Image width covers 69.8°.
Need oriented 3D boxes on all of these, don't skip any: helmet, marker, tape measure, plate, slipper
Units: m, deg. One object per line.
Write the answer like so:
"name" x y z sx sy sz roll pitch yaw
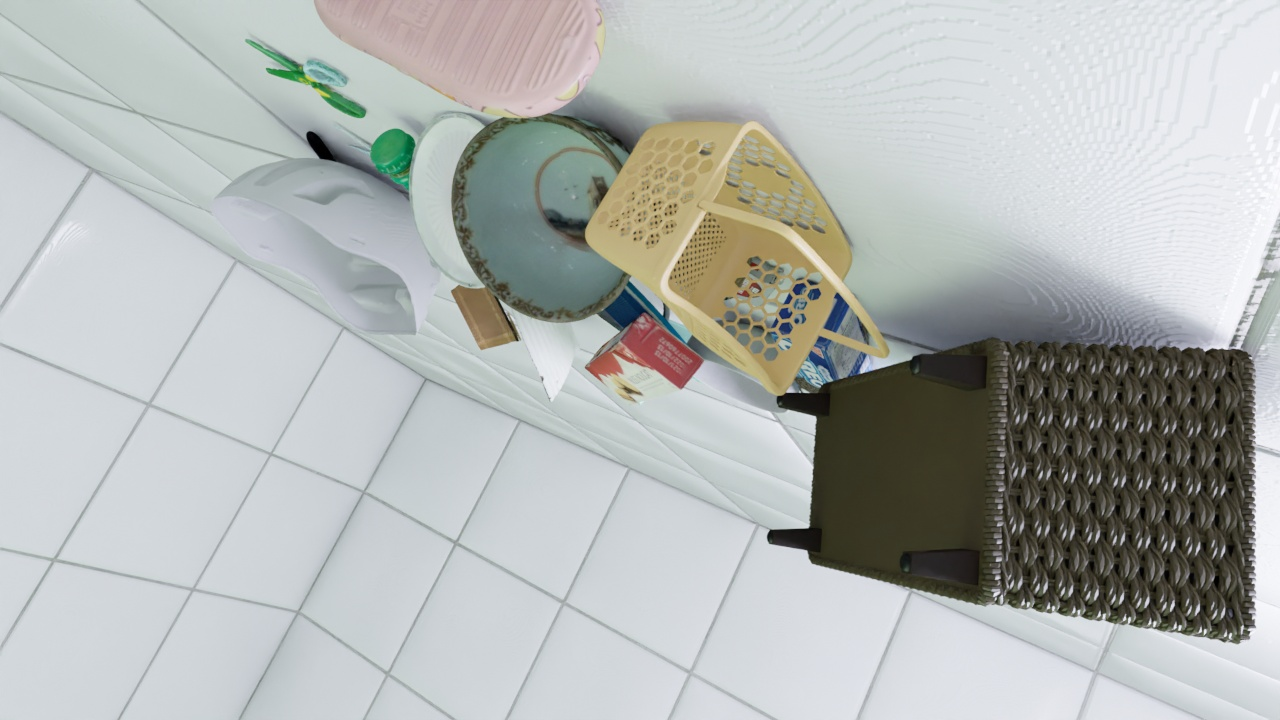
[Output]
"helmet" -0.380 -0.146 1.128 0.282 0.183 0.225 19 162 -42
"marker" -0.388 -0.249 1.129 0.015 0.018 0.134 63 173 9
"tape measure" 0.092 -0.076 0.819 0.062 0.020 0.060 26 163 -1
"plate" -0.159 -0.144 0.833 0.157 0.157 0.014 18 -155 38
"slipper" -0.032 -0.102 0.903 0.295 0.060 0.118 49 164 -29
"slipper" -0.108 -0.200 0.561 0.197 0.093 0.081 24 179 17

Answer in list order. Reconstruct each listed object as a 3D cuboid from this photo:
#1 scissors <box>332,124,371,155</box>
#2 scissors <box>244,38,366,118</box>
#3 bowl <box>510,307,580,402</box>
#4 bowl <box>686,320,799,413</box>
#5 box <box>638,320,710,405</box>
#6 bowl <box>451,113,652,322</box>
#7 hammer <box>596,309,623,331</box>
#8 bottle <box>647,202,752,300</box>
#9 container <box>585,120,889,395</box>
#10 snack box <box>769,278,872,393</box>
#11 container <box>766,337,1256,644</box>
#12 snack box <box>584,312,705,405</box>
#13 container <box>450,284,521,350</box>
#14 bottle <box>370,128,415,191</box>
"scissors" -0.285 -0.227 1.022 0.127 0.014 0.129 36 170 -23
"scissors" -0.322 -0.275 0.883 0.127 0.012 0.122 30 167 -21
"bowl" -0.132 -0.035 1.307 0.177 0.071 0.177 156 91 -84
"bowl" 0.115 -0.001 0.994 0.132 0.064 0.132 26 169 5
"box" 0.045 0.017 1.192 0.078 0.109 0.187 42 170 15
"bowl" -0.056 -0.120 0.720 0.160 0.160 0.093 24 -150 12
"hammer" -0.048 -0.062 1.075 0.133 0.033 0.333 56 -172 24
"bottle" 0.015 -0.103 0.781 0.161 0.056 0.056 25 169 19
"container" 0.079 -0.066 0.621 0.167 0.129 0.183 26 173 41
"snack box" 0.179 -0.001 0.874 0.059 0.059 0.226 26 170 26
"container" 0.237 0.087 0.681 0.205 0.176 0.321 7 172 -10
"snack box" -0.006 0.006 0.953 0.076 0.044 0.273 39 170 -5
"container" -0.223 -0.070 1.318 0.114 0.061 0.063 62 173 7
"bottle" -0.198 -0.164 0.958 0.068 0.068 0.209 19 167 33
